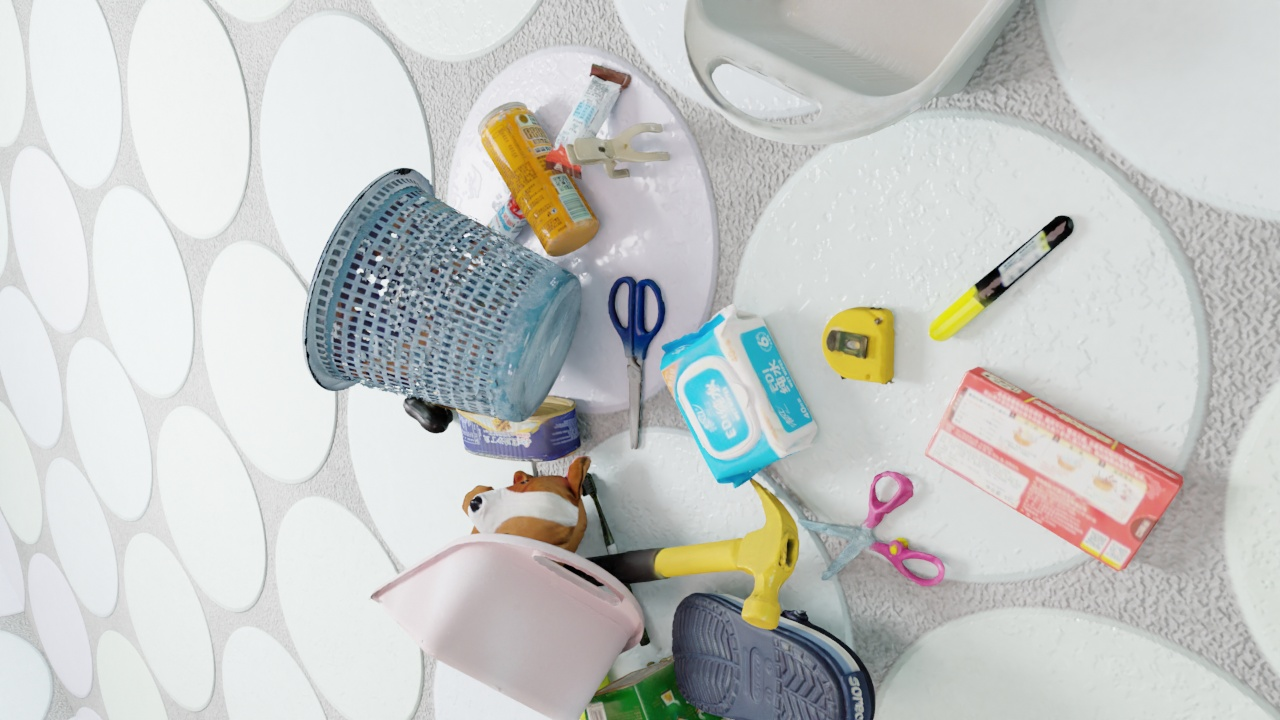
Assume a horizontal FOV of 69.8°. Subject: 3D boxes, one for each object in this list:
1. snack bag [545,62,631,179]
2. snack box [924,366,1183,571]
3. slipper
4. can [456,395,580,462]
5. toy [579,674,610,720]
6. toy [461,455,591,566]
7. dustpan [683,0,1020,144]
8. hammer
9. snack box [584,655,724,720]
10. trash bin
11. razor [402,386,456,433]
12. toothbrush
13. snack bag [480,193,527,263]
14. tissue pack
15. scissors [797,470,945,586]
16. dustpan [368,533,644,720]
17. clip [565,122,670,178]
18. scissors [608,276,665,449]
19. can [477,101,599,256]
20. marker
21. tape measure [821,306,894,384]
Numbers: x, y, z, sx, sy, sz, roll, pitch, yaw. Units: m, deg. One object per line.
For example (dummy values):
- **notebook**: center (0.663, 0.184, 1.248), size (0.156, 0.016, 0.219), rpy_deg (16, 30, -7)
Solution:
- **snack bag**: center (-0.049, -0.216, 0.830), size (0.048, 0.026, 0.104), rpy_deg (26, 89, 28)
- **snack box**: center (0.284, 0.073, 0.643), size (0.153, 0.025, 0.075), rpy_deg (33, 119, 29)
- **slipper**: center (0.113, 0.255, 0.783), size (0.253, 0.095, 0.105), rpy_deg (-13, 78, 62)
- **can**: center (-0.126, 0.068, 0.949), size (0.148, 0.074, 0.049), rpy_deg (2, 105, 37)
- **toy**: center (-0.060, 0.345, 0.991), size (0.100, 0.031, 0.097), rpy_deg (43, 127, 28)
- **toy**: center (-0.126, 0.168, 0.930), size (0.200, 0.130, 0.140), rpy_deg (-22, 49, 48)
- **dustpan**: center (0.148, -0.272, 0.596), size (0.223, 0.142, 0.258), rpy_deg (36, 123, 27)
- **hammer**: center (0.023, 0.185, 0.839), size (0.033, 0.128, 0.302), rpy_deg (39, 143, -27)
- **snack box**: center (0.009, 0.355, 0.884), size (0.118, 0.117, 0.105), rpy_deg (-32, 76, 37)
- **trash bin**: center (-0.170, -0.042, 0.868), size (0.195, 0.226, 0.227), rpy_deg (22, 117, 8)
- **razor**: center (-0.196, 0.025, 1.011), size (0.168, 0.062, 0.067), rpy_deg (-38, 45, 33)
- **toothbrush**: center (-0.028, 0.204, 0.937), size (0.012, 0.017, 0.186), rpy_deg (-21, 87, 33)
- **snack bag**: center (-0.138, -0.138, 0.937), size (0.106, 0.026, 0.045), rpy_deg (-41, 77, 40)
- **tissue pack**: center (0.079, 0.032, 0.776), size (0.090, 0.063, 0.140), rpy_deg (-32, 81, 40)
- **scissors**: center (0.185, 0.138, 0.749), size (0.133, 0.017, 0.125), rpy_deg (9, 108, 42)
- **dustpan**: center (-0.118, 0.244, 0.897), size (0.222, 0.138, 0.274), rpy_deg (34, 165, -19)
- **clip**: center (-0.027, -0.179, 0.801), size (0.096, 0.101, 0.035), rpy_deg (-9, 97, 67)
- **scissors**: center (0.004, 0.007, 0.867), size (0.106, 0.012, 0.175), rpy_deg (-16, 92, 41)
- **can**: center (-0.098, -0.172, 0.874), size (0.058, 0.058, 0.146), rpy_deg (-40, 75, 38)
- **marker**: center (0.252, -0.056, 0.646), size (0.018, 0.015, 0.124), rpy_deg (53, 125, 16)
- **tape measure**: center (0.169, -0.013, 0.714), size (0.057, 0.028, 0.060), rpy_deg (8, 106, 39)
